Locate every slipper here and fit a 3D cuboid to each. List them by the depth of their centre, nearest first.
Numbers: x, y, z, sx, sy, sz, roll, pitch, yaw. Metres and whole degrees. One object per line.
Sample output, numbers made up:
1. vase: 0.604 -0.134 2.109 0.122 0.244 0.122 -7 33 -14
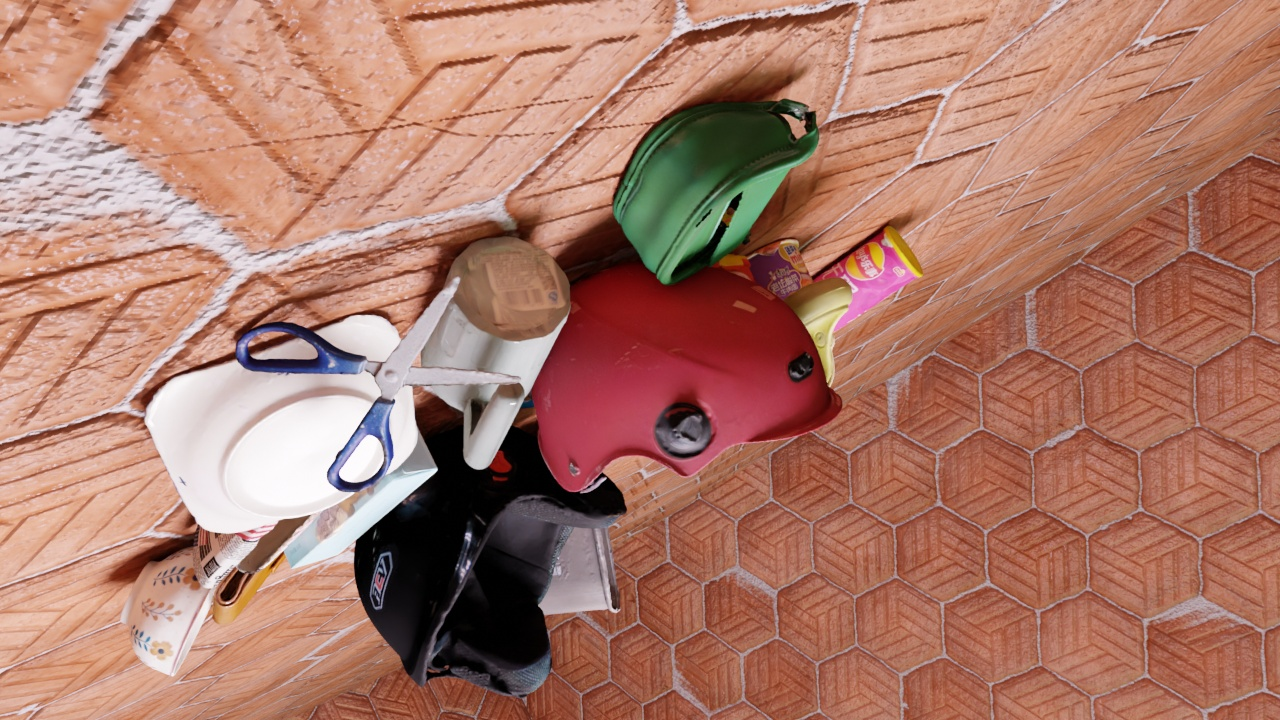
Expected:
1. slipper: 0.130 0.002 0.823 0.091 0.081 0.191 -17 158 -35

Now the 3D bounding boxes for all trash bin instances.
1. trash bin: -0.146 0.216 1.087 0.220 0.199 0.199 -10 164 -1

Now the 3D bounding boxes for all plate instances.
1. plate: -0.225 0.055 0.613 0.164 0.034 0.164 -23 141 -24

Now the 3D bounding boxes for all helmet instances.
1. helmet: 0.023 -0.008 0.705 0.240 0.144 0.206 -9 -163 15
2. helmet: -0.157 0.177 0.872 0.274 0.230 0.234 -18 134 -64

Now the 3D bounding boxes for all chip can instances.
1. chip can: 0.232 -0.073 1.111 0.211 0.071 0.071 -36 165 26

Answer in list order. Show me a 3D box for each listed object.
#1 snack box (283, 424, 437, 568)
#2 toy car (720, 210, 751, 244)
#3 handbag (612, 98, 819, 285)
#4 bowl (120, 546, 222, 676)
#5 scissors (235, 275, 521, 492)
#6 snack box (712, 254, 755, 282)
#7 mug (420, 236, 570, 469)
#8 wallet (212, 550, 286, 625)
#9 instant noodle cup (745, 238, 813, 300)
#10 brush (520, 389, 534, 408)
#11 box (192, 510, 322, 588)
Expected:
1. snack box: -0.248 0.103 0.770 0.175 0.074 0.051 -38 164 32
2. toy car: 0.064 -0.102 0.761 0.048 0.032 0.105 -31 177 6
3. handbag: 0.049 -0.118 0.621 0.120 0.068 0.132 -30 167 -30
4. bowl: -0.416 0.214 0.813 0.114 0.062 0.113 -60 -166 26
5. scissors: -0.158 0.013 0.541 0.012 0.162 0.176 -76 -171 -62
6. snack box: 0.069 -0.049 0.854 0.082 0.080 0.091 -39 163 36
7. mug: -0.096 -0.005 0.606 0.083 0.123 0.104 5 150 -20
8. wallet: -0.365 0.192 0.877 0.118 0.035 0.131 -54 -174 -32
9. instant noodle cup: 0.137 -0.053 0.940 0.111 0.099 0.112 -26 166 -7
10. brush: 0.012 -0.005 0.964 0.313 0.060 0.110 -11 161 -44
11. box: -0.324 0.130 0.740 0.164 0.075 0.081 -37 175 36
